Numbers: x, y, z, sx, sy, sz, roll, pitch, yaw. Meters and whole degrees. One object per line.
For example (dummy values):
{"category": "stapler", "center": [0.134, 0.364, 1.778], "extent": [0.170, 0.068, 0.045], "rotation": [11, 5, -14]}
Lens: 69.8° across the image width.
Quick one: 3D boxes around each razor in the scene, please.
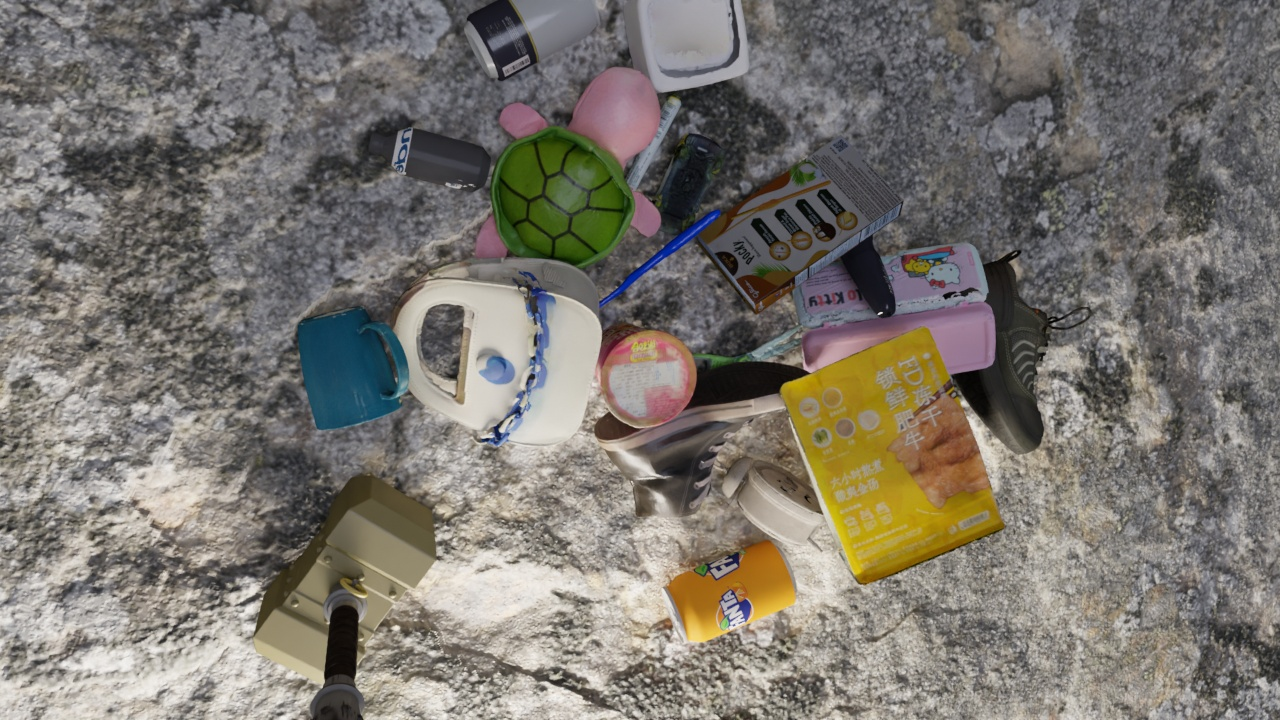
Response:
{"category": "razor", "center": [0.237, -0.109, 0.968], "extent": [0.052, 0.142, 0.047], "rotation": [-32, 150, 27]}

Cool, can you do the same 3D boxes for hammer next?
{"category": "hammer", "center": [-0.265, 0.250, 0.814], "extent": [0.100, 0.325, 0.190], "rotation": [36, 93, -21]}

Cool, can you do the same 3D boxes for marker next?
{"category": "marker", "center": [0.003, -0.202, 0.931], "extent": [0.017, 0.017, 0.146], "rotation": [26, 97, -20]}

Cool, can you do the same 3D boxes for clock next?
{"category": "clock", "center": [0.139, 0.154, 1.030], "extent": [0.157, 0.103, 0.061], "rotation": [31, 102, 5]}

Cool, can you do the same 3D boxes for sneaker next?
{"category": "sneaker", "center": [0.434, -0.019, 1.055], "extent": [0.143, 0.101, 0.238], "rotation": [-27, 104, 0]}
{"category": "sneaker", "center": [0.081, 0.083, 0.978], "extent": [0.234, 0.095, 0.120], "rotation": [-22, 116, -2]}

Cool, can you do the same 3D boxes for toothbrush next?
{"category": "toothbrush", "center": [0.007, -0.101, 0.946], "extent": [0.182, 0.016, 0.018], "rotation": [-37, 106, 6]}

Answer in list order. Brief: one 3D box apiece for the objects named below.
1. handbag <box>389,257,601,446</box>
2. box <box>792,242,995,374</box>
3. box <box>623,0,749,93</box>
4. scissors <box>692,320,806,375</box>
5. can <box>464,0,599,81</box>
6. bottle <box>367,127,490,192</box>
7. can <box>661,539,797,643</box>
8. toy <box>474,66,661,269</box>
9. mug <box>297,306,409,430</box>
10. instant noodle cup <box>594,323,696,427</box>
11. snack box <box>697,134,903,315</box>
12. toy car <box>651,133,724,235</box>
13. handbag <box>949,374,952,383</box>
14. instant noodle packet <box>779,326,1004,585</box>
{"category": "handbag", "center": [-0.140, -0.008, 0.881], "extent": [0.199, 0.092, 0.201], "rotation": [6, 124, -9]}
{"category": "box", "center": [0.269, -0.045, 0.976], "extent": [0.202, 0.073, 0.150], "rotation": [-9, 94, 8]}
{"category": "box", "center": [0.048, -0.315, 0.883], "extent": [0.107, 0.076, 0.102], "rotation": [-16, 109, -13]}
{"category": "scissors", "center": [0.113, -0.005, 1.017], "extent": [0.175, 0.033, 0.078], "rotation": [-31, 108, -10]}
{"category": "can", "center": [-0.095, -0.314, 0.849], "extent": [0.127, 0.064, 0.064], "rotation": [-30, 110, -6]}
{"category": "bottle", "center": [-0.198, -0.191, 0.863], "extent": [0.112, 0.047, 0.047], "rotation": [11, 101, -17]}
{"category": "can", "center": [0.102, 0.265, 1.050], "extent": [0.142, 0.079, 0.079], "rotation": [-20, 109, -10]}
{"category": "toy", "center": [-0.064, -0.172, 0.884], "extent": [0.190, 0.087, 0.238], "rotation": [39, 101, -10]}
{"category": "mug", "center": [-0.268, 0.003, 0.868], "extent": [0.112, 0.084, 0.104], "rotation": [-8, 101, 29]}
{"category": "instant noodle cup", "center": [-0.006, 0.005, 0.935], "extent": [0.097, 0.108, 0.098], "rotation": [-4, 105, -15]}
{"category": "snack box", "center": [0.164, -0.142, 0.952], "extent": [0.186, 0.032, 0.101], "rotation": [-35, 69, -4]}
{"category": "toy car", "center": [0.044, -0.181, 0.940], "extent": [0.048, 0.033, 0.106], "rotation": [18, 113, -21]}
{"category": "handbag", "center": [0.301, 0.088, 1.035], "extent": [0.112, 0.123, 0.171], "rotation": [-4, 105, 1]}
{"category": "instant noodle packet", "center": [0.251, 0.092, 0.935], "extent": [0.163, 0.084, 0.221], "rotation": [-22, 104, 3]}
